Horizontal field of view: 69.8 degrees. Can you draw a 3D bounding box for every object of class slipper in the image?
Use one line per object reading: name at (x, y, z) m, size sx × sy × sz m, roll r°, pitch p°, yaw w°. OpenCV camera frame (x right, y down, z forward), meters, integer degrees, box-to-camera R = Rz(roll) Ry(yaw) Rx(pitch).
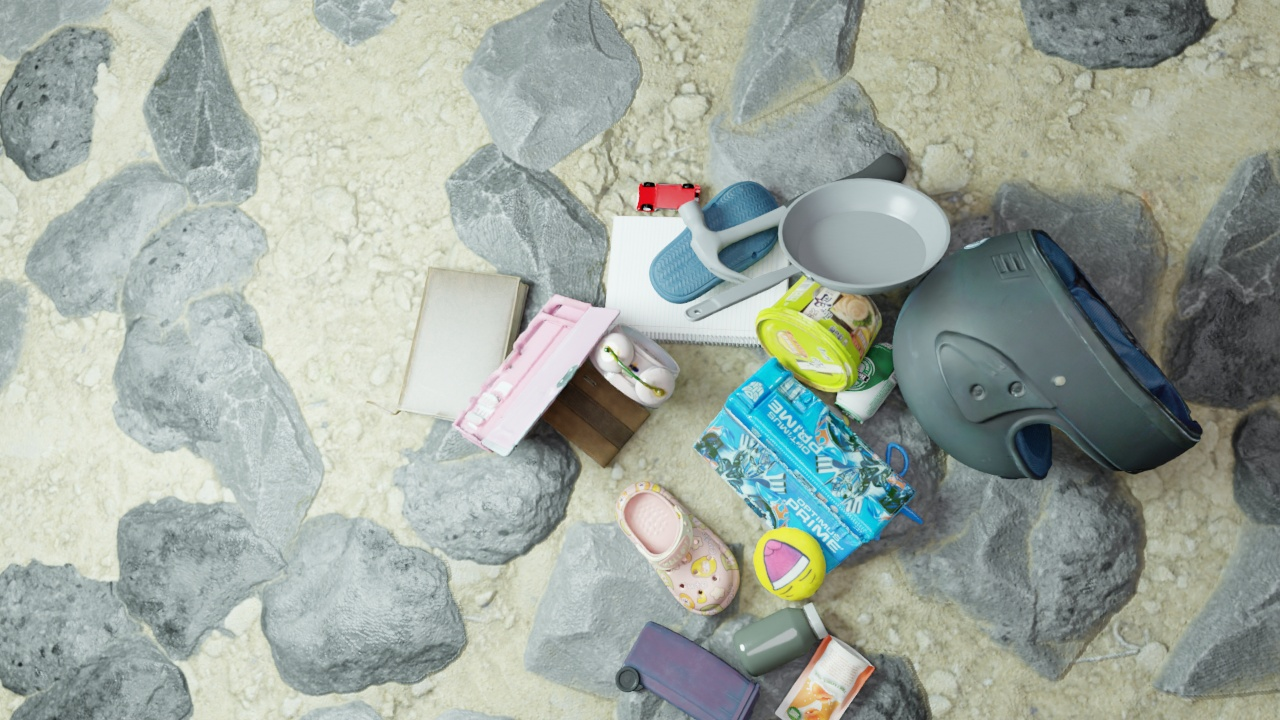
slipper at (0.044, 0.233, 1.161) m, size 0.093 × 0.081 × 0.197 m, roll -42°, pitch 74°, yaw -1°
slipper at (0.102, -0.150, 1.219) m, size 0.213 × 0.059 × 0.104 m, roll -41°, pitch 85°, yaw -13°

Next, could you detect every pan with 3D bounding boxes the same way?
pan at (0.203, -0.115, 1.092) m, size 0.356 × 0.051 × 0.200 m, roll -29°, pitch 50°, yaw -16°

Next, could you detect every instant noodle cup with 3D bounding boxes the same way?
instant noodle cup at (0.227, -0.040, 1.148) m, size 0.146 × 0.146 × 0.097 m, roll 36°, pitch 72°, yaw 13°

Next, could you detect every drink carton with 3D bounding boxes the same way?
drink carton at (0.225, 0.407, 1.126) m, size 0.069 × 0.039 × 0.122 m, roll 34°, pitch 93°, yaw 14°

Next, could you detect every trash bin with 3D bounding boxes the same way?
trash bin at (0.061, 0.397, 1.124) m, size 0.161 × 0.094 × 0.092 m, roll 28°, pitch 76°, yaw 15°

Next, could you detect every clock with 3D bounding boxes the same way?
clock at (-0.007, 0.007, 1.166) m, size 0.117 × 0.157 × 0.059 m, roll 38°, pitch 101°, yaw -1°

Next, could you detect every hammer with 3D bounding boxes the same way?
hammer at (0.211, -0.196, 1.196) m, size 0.310 × 0.029 × 0.125 m, roll -23°, pitch 83°, yaw -11°

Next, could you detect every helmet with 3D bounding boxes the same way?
helmet at (0.433, 0.020, 1.052) m, size 0.237 × 0.248 × 0.316 m, roll -41°, pitch 79°, yaw 31°

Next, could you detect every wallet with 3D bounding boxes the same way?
wallet at (-0.063, 0.072, 1.235) m, size 0.121 × 0.027 × 0.098 m, roll 39°, pitch 86°, yaw 15°

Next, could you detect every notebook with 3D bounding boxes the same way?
notebook at (0.076, -0.109, 1.248) m, size 0.246 × 0.013 × 0.177 m, roll 3°, pitch 80°, yaw 10°
notebook at (-0.268, -0.021, 1.280) m, size 0.190 × 0.034 × 0.215 m, roll 9°, pitch 82°, yaw 11°

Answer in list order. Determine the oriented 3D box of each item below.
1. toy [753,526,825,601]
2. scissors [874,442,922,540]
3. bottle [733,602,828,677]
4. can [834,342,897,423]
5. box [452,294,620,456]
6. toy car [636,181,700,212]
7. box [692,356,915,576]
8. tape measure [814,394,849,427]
toy at (0.186, 0.253, 1.145) m, size 0.096 × 0.041 × 0.094 m, roll -47°, pitch 73°, yaw 25°
scissors at (0.299, 0.164, 1.162) m, size 0.127 × 0.015 × 0.125 m, roll 6°, pitch 80°, yaw 14°
bottle at (0.173, 0.341, 1.130) m, size 0.108 × 0.060 × 0.060 m, roll -27°, pitch 77°, yaw 4°
can at (0.294, 0.027, 1.166) m, size 0.053 × 0.053 × 0.101 m, roll 37°, pitch 88°, yaw 13°
box at (-0.129, 0.020, 1.172) m, size 0.232 × 0.039 × 0.179 m, roll -52°, pitch 32°, yaw -13°
toy car at (0.037, -0.224, 1.268) m, size 0.089 × 0.025 × 0.038 m, roll 4°, pitch 81°, yaw 10°
box at (0.196, 0.135, 1.144) m, size 0.243 × 0.071 × 0.170 m, roll 45°, pitch 99°, yaw 13°
tape measure at (0.231, 0.085, 1.186) m, size 0.065 × 0.017 × 0.064 m, roll 43°, pitch 90°, yaw 14°
